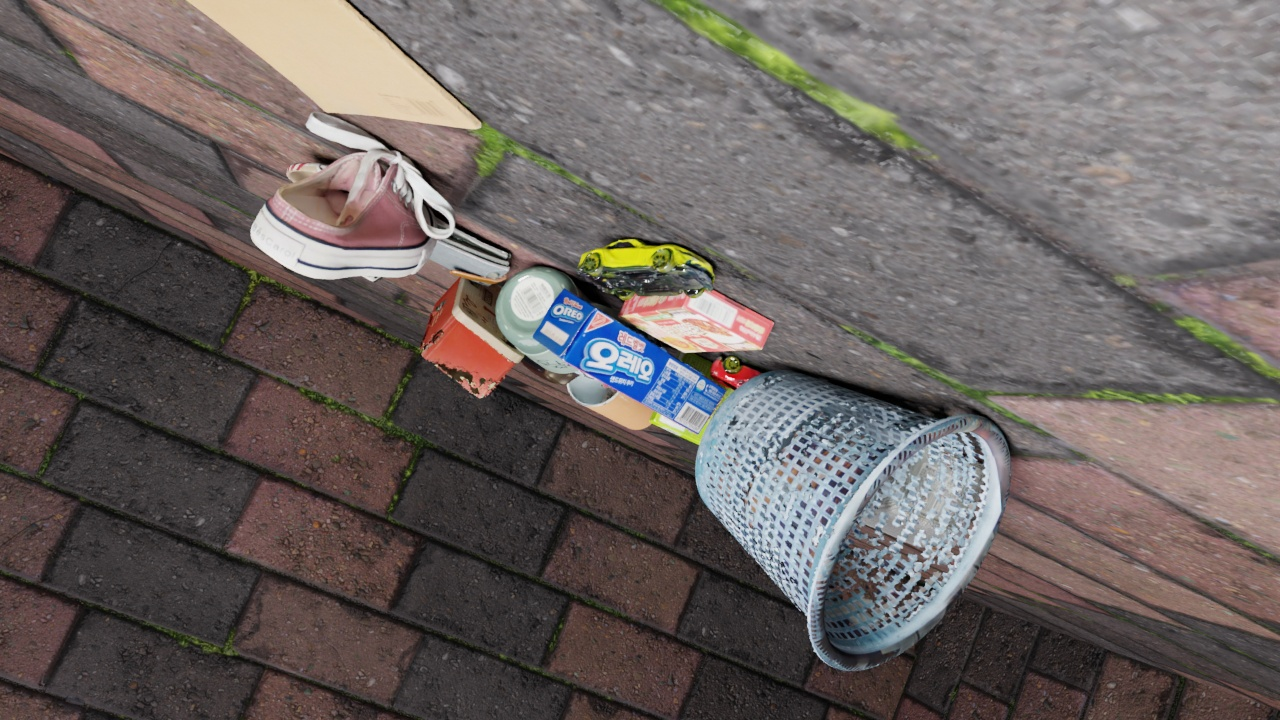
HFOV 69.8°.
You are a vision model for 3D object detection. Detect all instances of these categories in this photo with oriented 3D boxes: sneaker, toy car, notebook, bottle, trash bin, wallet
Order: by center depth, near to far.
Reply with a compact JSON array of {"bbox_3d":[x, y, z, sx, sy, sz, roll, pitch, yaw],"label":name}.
[{"bbox_3d":[-0.202,-0.192,0.502,0.150,0.012,0.211,17,169,34],"label":"notebook"},{"bbox_3d":[0.005,-0.066,0.645,0.105,0.032,0.048,3,160,36],"label":"toy car"},{"bbox_3d":[-0.204,-0.121,0.701,0.118,0.088,0.240,36,-167,0],"label":"sneaker"},{"bbox_3d":[0.160,0.109,0.777,0.226,0.226,0.195,32,-179,-44],"label":"trash bin"},{"bbox_3d":[0.119,0.026,0.900,0.106,0.031,0.049,20,172,11],"label":"toy car"},{"bbox_3d":[-0.182,-0.104,0.902,0.106,0.037,0.130,27,172,-16],"label":"wallet"},{"bbox_3d":[0.001,-0.014,0.961,0.049,0.031,0.105,25,168,22],"label":"toy car"},{"bbox_3d":[-0.077,-0.010,1.015,0.044,0.080,0.195,35,172,-25],"label":"bottle"}]

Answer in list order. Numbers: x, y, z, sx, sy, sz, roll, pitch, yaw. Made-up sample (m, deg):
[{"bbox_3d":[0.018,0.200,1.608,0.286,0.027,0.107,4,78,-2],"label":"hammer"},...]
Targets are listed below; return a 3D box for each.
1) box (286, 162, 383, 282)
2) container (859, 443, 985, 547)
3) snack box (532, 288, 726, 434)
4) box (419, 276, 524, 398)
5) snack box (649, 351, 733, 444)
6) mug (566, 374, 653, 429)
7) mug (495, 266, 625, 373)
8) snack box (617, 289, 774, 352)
[{"bbox_3d":[-0.279,-0.134,0.863,0.087,0.076,0.162,28,174,8],"label":"box"},{"bbox_3d":[0.279,0.130,0.912,0.090,0.090,0.114,23,168,3],"label":"container"},{"bbox_3d":[-0.005,0.005,0.853,0.207,0.057,0.058,30,-177,-45],"label":"snack box"},{"bbox_3d":[-0.177,-0.027,0.969,0.091,0.078,0.168,39,-167,-19],"label":"box"},{"bbox_3d":[0.096,0.059,0.974,0.156,0.085,0.026,25,170,-9],"label":"snack box"},{"bbox_3d":[-0.026,0.037,1.089,0.078,0.078,0.122,19,167,30],"label":"mug"},{"bbox_3d":[-0.073,-0.039,0.878,0.112,0.082,0.106,0,165,13],"label":"mug"},{"bbox_3d":[0.041,-0.034,0.758,0.075,0.025,0.153,27,171,-18],"label":"snack box"}]
